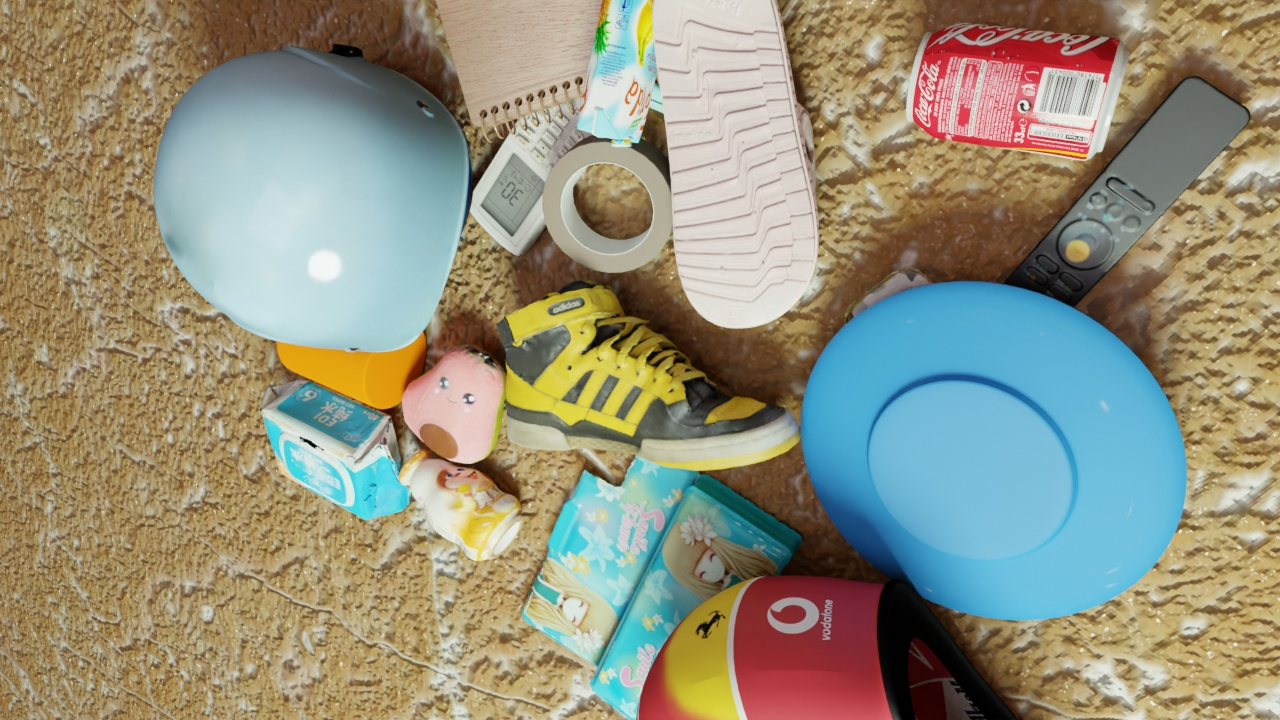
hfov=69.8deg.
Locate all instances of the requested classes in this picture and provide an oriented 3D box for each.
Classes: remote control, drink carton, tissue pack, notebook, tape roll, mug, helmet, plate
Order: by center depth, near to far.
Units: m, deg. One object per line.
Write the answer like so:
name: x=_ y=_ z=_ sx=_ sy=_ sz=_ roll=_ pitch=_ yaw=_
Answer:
remote control: x=0.272 y=-0.087 z=0.523 sx=0.041 sy=0.020 sz=0.152 roll=40 pitch=120 yaw=11
plate: x=0.198 y=0.063 z=0.553 sx=0.225 sy=0.024 sz=0.225 roll=14 pitch=118 yaw=29
drink carton: x=-0.007 y=-0.200 z=0.576 sx=0.038 sy=0.044 sz=0.129 roll=17 pitch=104 yaw=13
helmet: x=0.117 y=0.271 z=0.606 sx=0.225 sy=0.197 sz=0.271 roll=-33 pitch=105 yaw=27
notebook: x=-0.037 y=-0.257 z=0.609 sx=0.211 sy=0.022 sz=0.169 roll=-13 pitch=98 yaw=19
tape roll: x=-0.020 y=-0.111 z=0.644 sx=0.094 sy=0.030 sz=0.094 roll=6 pitch=118 yaw=10
helmet: x=-0.258 y=-0.127 z=0.675 sx=0.266 sy=0.166 sz=0.225 roll=28 pitch=102 yaw=35
remote control: x=-0.075 y=-0.145 z=0.680 sx=0.060 sy=0.025 sz=0.139 roll=45 pitch=120 yaw=9
mug: x=-0.243 y=0.001 z=0.791 sx=0.096 sy=0.077 sz=0.113 roll=20 pitch=141 yaw=21
tissue pack: x=-0.272 y=0.080 z=0.818 sx=0.144 sy=0.061 sz=0.093 roll=21 pitch=133 yaw=19

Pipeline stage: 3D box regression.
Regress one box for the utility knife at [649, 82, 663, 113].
utility knife: x=-0.001 y=-0.188 z=0.637 sx=0.120 sy=0.015 sz=0.022 roll=27 pitch=148 yaw=19

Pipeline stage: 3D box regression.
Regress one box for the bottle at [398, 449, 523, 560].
bottle: x=-0.154 y=0.120 z=0.780 sx=0.109 sy=0.063 sz=0.063 roll=34 pitch=118 yaw=14

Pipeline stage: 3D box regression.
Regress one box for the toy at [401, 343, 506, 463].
toy: x=-0.150 y=0.032 z=0.758 sx=0.090 sy=0.051 sz=0.110 roll=36 pitch=117 yaw=12

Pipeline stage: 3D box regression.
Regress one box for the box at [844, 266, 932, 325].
box: x=0.214 y=0.035 z=0.586 sx=0.066 sy=0.044 sz=0.210 roll=-39 pitch=85 yaw=18

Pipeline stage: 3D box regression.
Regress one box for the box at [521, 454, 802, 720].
box: x=0.003 y=0.181 z=0.738 sx=0.182 sy=0.039 sz=0.227 roll=32 pitch=117 yaw=16

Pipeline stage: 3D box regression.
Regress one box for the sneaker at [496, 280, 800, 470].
sneaker: x=-0.004 y=0.004 z=0.652 sx=0.239 sy=0.085 sz=0.122 roll=1 pitch=110 yaw=31

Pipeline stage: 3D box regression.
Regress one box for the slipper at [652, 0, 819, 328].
slipper: x=0.064 y=-0.137 z=0.588 sx=0.094 sy=0.064 sz=0.239 roll=-2 pitch=118 yaw=18

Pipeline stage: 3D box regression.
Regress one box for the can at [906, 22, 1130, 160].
can: x=0.208 y=-0.151 z=0.511 sx=0.105 sy=0.064 sz=0.064 roll=16 pitch=112 yaw=23
